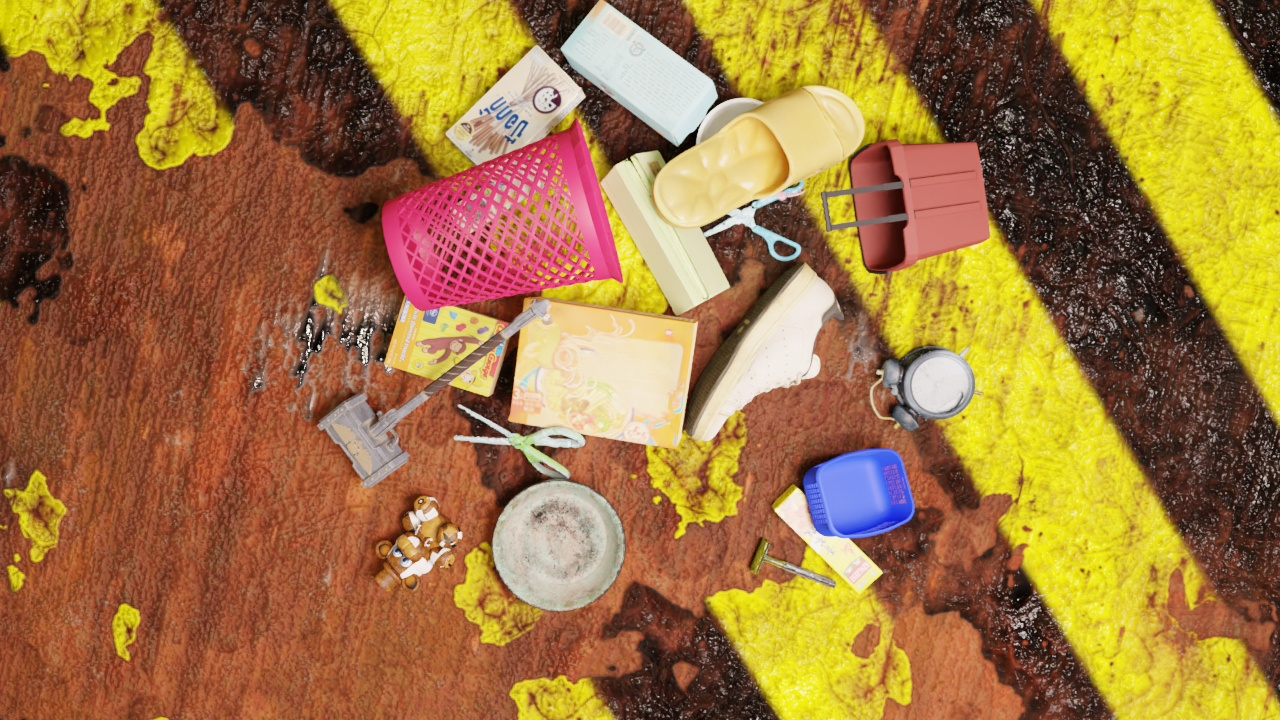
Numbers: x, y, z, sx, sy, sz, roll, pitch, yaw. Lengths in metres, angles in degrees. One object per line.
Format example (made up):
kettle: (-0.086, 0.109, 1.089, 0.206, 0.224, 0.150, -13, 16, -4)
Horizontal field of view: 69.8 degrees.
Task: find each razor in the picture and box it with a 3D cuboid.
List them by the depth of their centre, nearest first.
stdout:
razor: (0.188, 0.253, 1.112, 0.106, 0.026, 0.042, 22, 90, -6)

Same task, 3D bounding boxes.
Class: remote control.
remote control: (-0.165, -0.195, 1.085, 0.125, 0.018, 0.038, -32, 93, 2)

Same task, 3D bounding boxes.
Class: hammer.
hammer: (-0.222, 0.023, 1.031, 0.323, 0.044, 0.098, -35, 93, 21)

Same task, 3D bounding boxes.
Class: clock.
clock: (0.334, 0.032, 1.087, 0.129, 0.052, 0.090, -19, 93, 5)

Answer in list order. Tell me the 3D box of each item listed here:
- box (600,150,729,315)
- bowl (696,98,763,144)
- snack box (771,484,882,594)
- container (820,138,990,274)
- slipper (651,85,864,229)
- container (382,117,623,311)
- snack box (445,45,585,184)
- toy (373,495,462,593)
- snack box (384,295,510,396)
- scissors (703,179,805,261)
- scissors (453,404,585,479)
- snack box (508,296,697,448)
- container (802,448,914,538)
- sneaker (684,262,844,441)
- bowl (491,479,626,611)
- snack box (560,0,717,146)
box: (0.027, -0.148, 1.063, 0.089, 0.077, 0.188, -27, 93, 0)
bowl: (0.117, -0.246, 1.073, 0.110, 0.040, 0.110, 0, 92, -3)
snack box: (0.224, 0.215, 1.105, 0.040, 0.029, 0.148, -45, 93, 2)
container: (0.277, -0.173, 1.036, 0.200, 0.127, 0.148, -10, 93, -10)
slipper: (0.133, -0.230, 1.012, 0.263, 0.078, 0.099, -29, 90, -6)
container: (-0.152, -0.145, 1.008, 0.226, 0.183, 0.183, -15, 93, 3)
snack box: (-0.145, -0.285, 1.068, 0.150, 0.026, 0.082, -43, 80, 2)
toy: (-0.266, 0.224, 1.084, 0.112, 0.067, 0.087, -42, 68, -10)
snack box: (-0.224, -0.020, 1.082, 0.126, 0.040, 0.088, 17, 93, -2)
scissors: (0.144, -0.163, 1.095, 0.136, 0.015, 0.125, -26, 92, 7)
scissors: (-0.137, 0.090, 1.055, 0.171, 0.169, 0.023, 36, 56, -32)
snack box: (-0.041, 0.012, 1.054, 0.195, 0.080, 0.145, 9, 97, 7)
container: (0.251, 0.156, 1.072, 0.114, 0.058, 0.096, -10, 81, -18)
sneaker: (0.149, 0.006, 1.071, 0.102, 0.089, 0.241, 37, 88, -10)
bowl: (-0.097, 0.218, 1.097, 0.157, 0.038, 0.157, 0, 93, -1)
snack box: (-0.002, -0.327, 1.044, 0.174, 0.053, 0.075, 39, 91, 13)
